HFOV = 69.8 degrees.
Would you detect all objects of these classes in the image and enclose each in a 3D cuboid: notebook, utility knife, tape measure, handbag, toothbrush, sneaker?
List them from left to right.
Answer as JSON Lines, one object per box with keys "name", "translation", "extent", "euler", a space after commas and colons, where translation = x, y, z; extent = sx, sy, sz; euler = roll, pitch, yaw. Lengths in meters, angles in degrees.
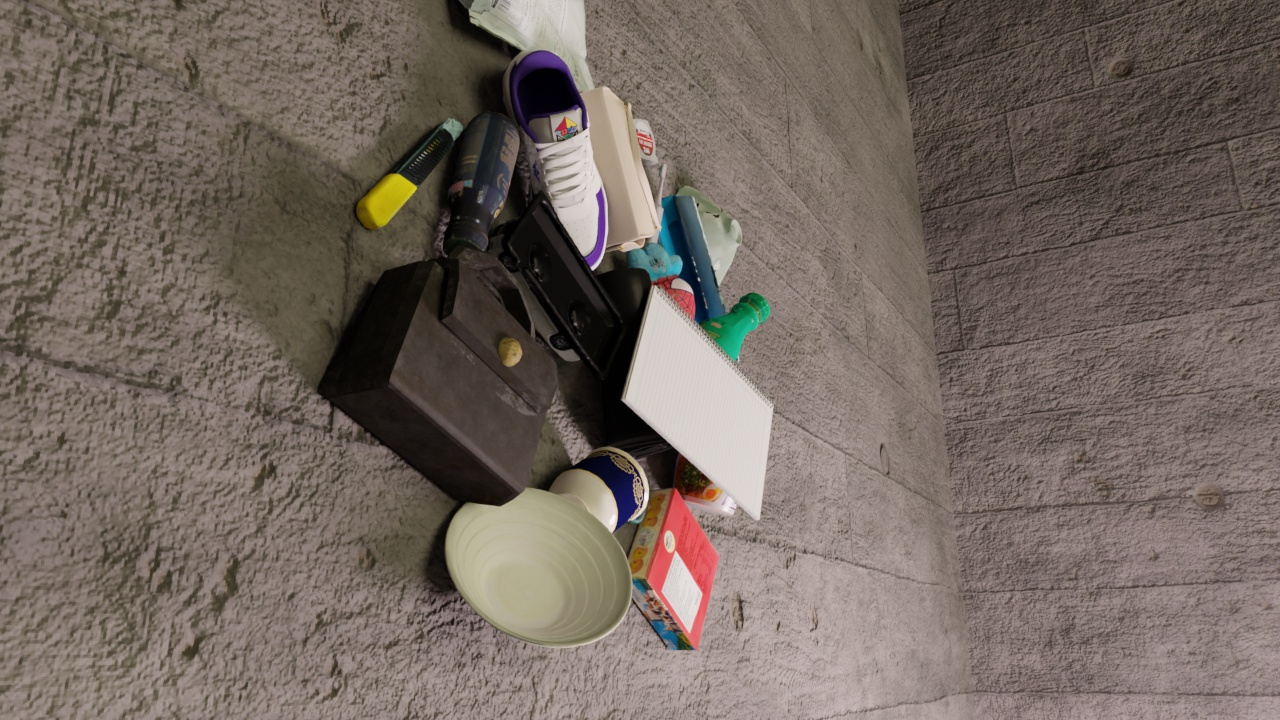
{"name": "utility knife", "translation": [-0.206, -0.179, 0.846], "extent": [0.029, 0.020, 0.187], "euler": [63, 34, -31]}
{"name": "handbag", "translation": [-0.147, -0.005, 0.809], "extent": [0.197, 0.102, 0.198], "euler": [50, 40, -43]}
{"name": "sneaker", "translation": [-0.082, -0.213, 0.963], "extent": [0.111, 0.091, 0.244], "euler": [180, -107, -78]}
{"name": "handbag", "translation": [-0.031, -0.231, 1.123], "extent": [0.197, 0.101, 0.194], "euler": [-38, 115, -72]}
{"name": "tape measure", "translation": [-0.002, -0.298, 1.255], "extent": [0.060, 0.020, 0.062], "euler": [-7, 86, -62]}
{"name": "toothbrush", "translation": [0.014, -0.167, 1.196], "extent": [0.018, 0.019, 0.187], "euler": [17, 80, -37]}
{"name": "notebook", "translation": [0.076, 0.047, 1.066], "extent": [0.245, 0.013, 0.177], "euler": [43, 42, -29]}

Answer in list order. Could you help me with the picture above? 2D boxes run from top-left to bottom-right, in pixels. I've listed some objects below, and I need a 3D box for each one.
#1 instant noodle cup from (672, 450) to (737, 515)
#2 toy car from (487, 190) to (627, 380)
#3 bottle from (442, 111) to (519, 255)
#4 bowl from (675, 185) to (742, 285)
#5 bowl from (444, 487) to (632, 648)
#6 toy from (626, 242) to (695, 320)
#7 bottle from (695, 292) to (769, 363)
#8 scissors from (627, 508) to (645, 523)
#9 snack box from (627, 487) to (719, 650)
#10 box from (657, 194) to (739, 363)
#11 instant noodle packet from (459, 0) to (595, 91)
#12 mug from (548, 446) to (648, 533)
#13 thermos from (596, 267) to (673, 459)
{"name": "instant noodle cup", "translation": [0.091, 0.130, 1.189], "extent": [0.136, 0.122, 0.121], "euler": [34, 68, -55]}
{"name": "toy car", "translation": [-0.095, -0.070, 0.958], "extent": [0.192, 0.071, 0.093], "euler": [57, 37, -35]}
{"name": "bottle", "translation": [-0.157, -0.169, 0.893], "extent": [0.056, 0.056, 0.160], "euler": [45, 44, -47]}
{"name": "bowl", "translation": [0.114, -0.185, 1.383], "extent": [0.174, 0.068, 0.174], "euler": [33, 51, -56]}
{"name": "bowl", "translation": [-0.099, 0.199, 0.832], "extent": [0.176, 0.058, 0.176], "euler": [19, 33, -13]}
{"name": "toy", "translation": [0.023, -0.084, 1.153], "extent": [0.092, 0.062, 0.133], "euler": [-16, 89, -29]}
{"name": "bottle", "translation": [0.094, -0.019, 1.185], "extent": [0.209, 0.068, 0.068], "euler": [-40, 118, -34]}
{"name": "scissors", "translation": [-0.027, 0.166, 1.068], "extent": [0.130, 0.022, 0.070], "euler": [-16, 96, -58]}
{"name": "snack box", "translation": [0.040, 0.256, 1.130], "extent": [0.145, 0.040, 0.142], "euler": [59, 35, -32]}
{"name": "box", "translation": [0.078, -0.109, 1.272], "extent": [0.091, 0.085, 0.243], "euler": [-40, 116, -59]}
{"name": "instant noodle packet", "translation": [-0.124, -0.400, 1.051], "extent": [0.268, 0.057, 0.146], "euler": [7, 77, -66]}
{"name": "mug", "translation": [-0.052, 0.157, 0.962], "extent": [0.089, 0.086, 0.112], "euler": [-27, 131, -58]}
{"name": "thermos", "translation": [-0.006, 0.006, 1.073], "extent": [0.105, 0.106, 0.218], "euler": [9, 68, -60]}
